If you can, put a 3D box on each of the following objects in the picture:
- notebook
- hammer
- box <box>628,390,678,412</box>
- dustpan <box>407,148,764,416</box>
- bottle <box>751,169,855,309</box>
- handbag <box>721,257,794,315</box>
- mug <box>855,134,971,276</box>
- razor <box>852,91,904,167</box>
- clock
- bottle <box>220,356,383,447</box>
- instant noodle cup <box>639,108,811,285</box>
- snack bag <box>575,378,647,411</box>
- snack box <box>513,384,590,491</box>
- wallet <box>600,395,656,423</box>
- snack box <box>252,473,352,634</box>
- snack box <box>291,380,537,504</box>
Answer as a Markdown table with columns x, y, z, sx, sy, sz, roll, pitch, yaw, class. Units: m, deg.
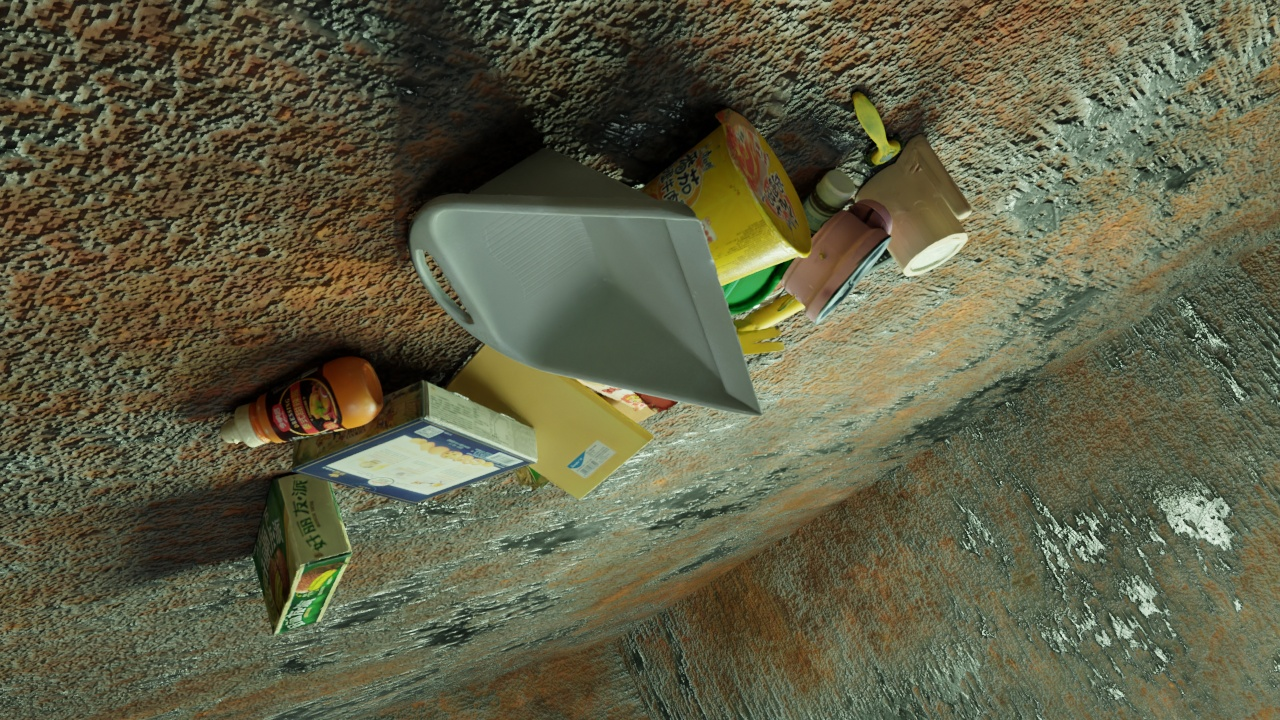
| x | y | z | sx | sy | sz | roll | pitch | yaw | class |
| --- | --- | --- | --- | --- | --- | --- | --- | --- | --- |
| -0.108 | 0.063 | 1.004 | 0.206 | 0.010 | 0.146 | 36 | 127 | -15 | notebook |
| 0.211 | -0.084 | 1.125 | 0.300 | 0.129 | 0.033 | -28 | 116 | -19 | hammer |
| 0.012 | -0.036 | 0.868 | 0.091 | 0.168 | 0.080 | -30 | 139 | 10 | box |
| -0.060 | -0.045 | 0.716 | 0.142 | 0.258 | 0.223 | -38 | 138 | -12 | dustpan |
| 0.170 | -0.131 | 1.015 | 0.079 | 0.044 | 0.195 | -21 | 158 | -36 | bottle |
| 0.089 | -0.101 | 0.960 | 0.120 | 0.068 | 0.132 | -16 | 156 | -25 | handbag |
| 0.305 | -0.167 | 1.002 | 0.084 | 0.103 | 0.125 | -19 | 158 | -19 | mug |
| 0.227 | -0.225 | 0.893 | 0.043 | 0.028 | 0.132 | -29 | 157 | 17 | razor |
| 0.211 | -0.109 | 0.966 | 0.158 | 0.060 | 0.117 | -37 | 164 | -41 | clock |
| -0.319 | 0.046 | 0.857 | 0.149 | 0.066 | 0.067 | -19 | 158 | 0 | bottle |
| 0.069 | -0.129 | 0.802 | 0.110 | 0.138 | 0.138 | -26 | 161 | 26 | instant noodle cup |
| -0.006 | 0.006 | 1.054 | 0.129 | 0.073 | 0.207 | -33 | 149 | 22 | snack bag |
| -0.103 | 0.079 | 1.121 | 0.105 | 0.118 | 0.118 | -20 | 162 | -51 | snack box |
| 0.003 | 0.055 | 1.267 | 0.131 | 0.035 | 0.119 | -29 | 158 | 11 | wallet |
| -0.411 | 0.234 | 1.104 | 0.063 | 0.114 | 0.241 | -10 | 154 | -34 | snack box |
| -0.233 | 0.092 | 0.962 | 0.183 | 0.045 | 0.178 | -20 | 152 | 24 | snack box |
